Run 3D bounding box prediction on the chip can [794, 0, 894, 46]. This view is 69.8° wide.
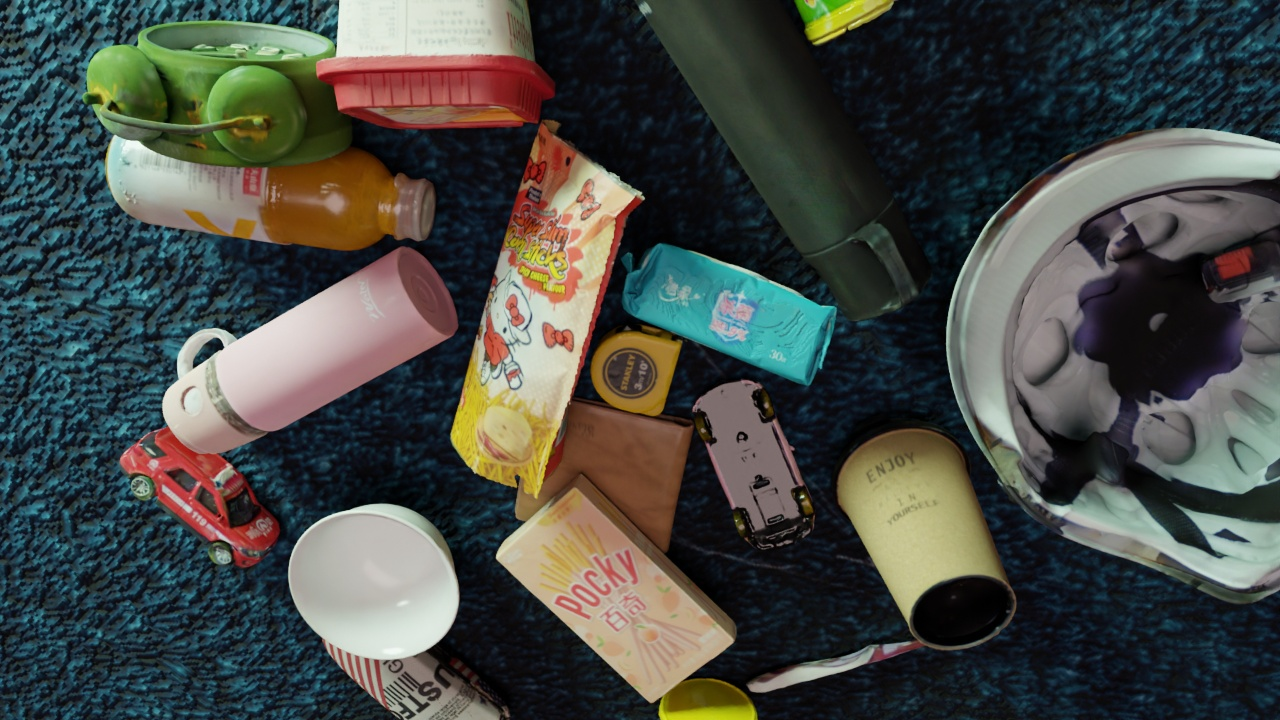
[{"bbox_3d":[0.075,-0.282,0.475,0.073,0.072,0.221,-26,105,13],"label":"chip can"}]

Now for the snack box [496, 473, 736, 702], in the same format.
[{"bbox_3d":[-0.017,0.161,0.643,0.157,0.026,0.085,45,109,-7],"label":"snack box"}]

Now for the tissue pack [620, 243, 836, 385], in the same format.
[{"bbox_3d":[0.048,-0.032,0.553,0.133,0.093,0.050,21,94,-4],"label":"tissue pack"}]

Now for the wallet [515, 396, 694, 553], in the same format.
[{"bbox_3d":[-0.027,0.078,0.642,0.115,0.020,0.101,11,109,4],"label":"wallet"}]

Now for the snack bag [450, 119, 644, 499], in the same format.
[{"bbox_3d":[-0.059,-0.029,0.558,0.073,0.128,0.208,2,119,-29],"label":"snack bag"}]

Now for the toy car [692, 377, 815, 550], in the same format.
[{"bbox_3d":[0.078,0.069,0.621,0.056,0.037,0.122,-22,94,9],"label":"toy car"}]

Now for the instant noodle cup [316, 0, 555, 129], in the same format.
[{"bbox_3d":[-0.110,-0.197,0.506,0.117,0.116,0.124,0,98,4],"label":"instant noodle cup"}]

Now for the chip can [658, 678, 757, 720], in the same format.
[{"bbox_3d":[0.040,0.353,0.705,0.073,0.073,0.217,7,110,2],"label":"chip can"}]

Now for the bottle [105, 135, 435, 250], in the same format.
[{"bbox_3d":[-0.223,-0.106,0.565,0.189,0.068,0.068,9,110,1],"label":"bottle"}]

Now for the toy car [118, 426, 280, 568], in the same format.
[{"bbox_3d":[-0.309,0.096,0.652,0.045,0.052,0.120,-42,100,14],"label":"toy car"}]

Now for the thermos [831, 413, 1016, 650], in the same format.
[{"bbox_3d":[0.176,0.104,0.574,0.093,0.143,0.093,-1,121,-2],"label":"thermos"}]

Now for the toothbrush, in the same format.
[{"bbox_3d":[0.166,0.214,0.675,0.188,0.016,0.017,-19,99,11],"label":"toothbrush"}]

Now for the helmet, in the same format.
[{"bbox_3d":[0.293,-0.012,0.515,0.258,0.145,0.229,30,108,3],"label":"helmet"}]

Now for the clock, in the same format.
[{"bbox_3d":[-0.226,-0.146,0.504,0.116,0.161,0.056,8,119,2],"label":"clock"}]

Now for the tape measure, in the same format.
[{"bbox_3d":[-0.004,0.004,0.606,0.057,0.028,0.060,14,112,-1],"label":"tape measure"}]

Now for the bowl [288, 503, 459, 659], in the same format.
[{"bbox_3d":[-0.180,0.144,0.652,0.118,0.064,0.118,2,110,4],"label":"bowl"}]

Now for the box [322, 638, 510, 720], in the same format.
[{"bbox_3d":[-0.172,0.245,0.698,0.164,0.051,0.069,40,127,-10],"label":"box"}]

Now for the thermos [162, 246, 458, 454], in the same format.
[{"bbox_3d":[-0.223,-0.010,0.607,0.199,0.067,0.087,-26,74,15],"label":"thermos"}]

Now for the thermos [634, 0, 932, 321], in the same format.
[{"bbox_3d":[0.086,-0.134,0.518,0.068,0.090,0.242,-37,103,-1],"label":"thermos"}]
